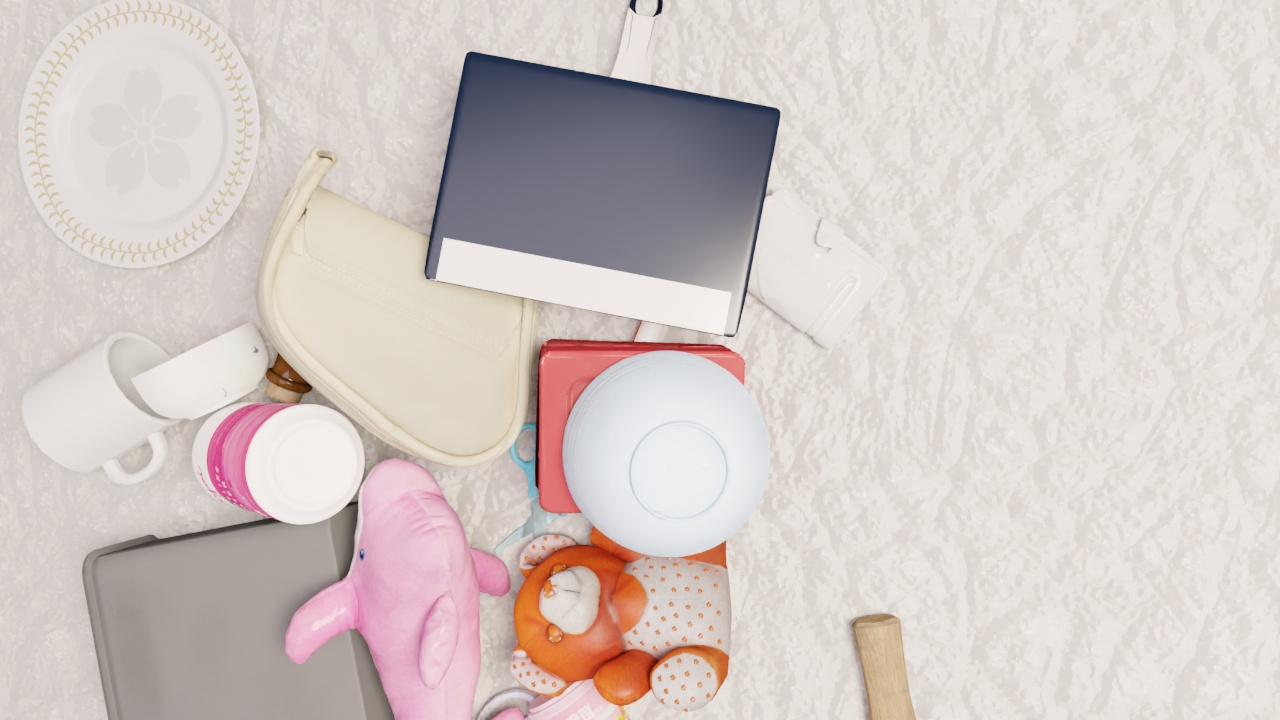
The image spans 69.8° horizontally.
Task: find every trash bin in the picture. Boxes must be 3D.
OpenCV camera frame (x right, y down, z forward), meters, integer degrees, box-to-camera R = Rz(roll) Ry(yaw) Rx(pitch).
[{"bbox_3d":[-0.325,0.229,0.769,0.220,0.097,0.192,-12,88,9],"label":"trash bin"}]

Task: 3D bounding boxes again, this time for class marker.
[{"bbox_3d":[-0.004,0.004,0.746,0.019,0.019,0.145,23,94,9],"label":"marker"}]

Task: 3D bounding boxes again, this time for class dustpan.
[{"bbox_3d":[-0.018,-0.171,0.709,0.236,0.080,0.273,11,90,1],"label":"dustpan"}]

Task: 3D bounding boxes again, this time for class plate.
[{"bbox_3d":[-0.450,-0.204,0.826,0.243,0.016,0.242,0,91,10],"label":"plate"}]

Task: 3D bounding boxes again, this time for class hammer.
[{"bbox_3d":[0.201,0.351,0.707,0.132,0.040,0.305,-10,88,7],"label":"hammer"}]

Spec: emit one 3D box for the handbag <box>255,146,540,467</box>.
[{"bbox_3d":[-0.195,-0.031,0.726,0.229,0.132,0.184,28,77,-25],"label":"handbag"}]

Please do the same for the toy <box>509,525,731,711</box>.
[{"bbox_3d":[-0.018,0.189,0.708,0.172,0.093,0.163,-4,58,10],"label":"toy"}]

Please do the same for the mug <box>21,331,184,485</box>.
[{"bbox_3d":[-0.451,0.049,0.791,0.090,0.091,0.121,-29,84,9],"label":"mug"}]

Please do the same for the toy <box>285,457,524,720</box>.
[{"bbox_3d":[-0.159,0.206,0.685,0.186,0.128,0.265,-10,95,-34],"label":"toy"}]

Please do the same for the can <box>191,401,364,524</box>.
[{"bbox_3d":[-0.291,0.077,0.727,0.166,0.088,0.088,-2,90,49],"label":"can"}]

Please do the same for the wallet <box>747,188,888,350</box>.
[{"bbox_3d":[0.127,-0.072,0.716,0.116,0.032,0.086,34,98,8],"label":"wallet"}]

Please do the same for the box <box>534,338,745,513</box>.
[{"bbox_3d":[-0.004,0.046,0.706,0.158,0.087,0.129,1,94,-5],"label":"box"}]

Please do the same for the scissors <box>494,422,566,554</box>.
[{"bbox_3d":[-0.082,0.109,0.766,0.136,0.015,0.126,-36,85,6],"label":"scissors"}]

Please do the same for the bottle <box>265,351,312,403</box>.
[{"bbox_3d":[-0.271,-0.038,0.770,0.068,0.067,0.157,26,95,9],"label":"bottle"}]

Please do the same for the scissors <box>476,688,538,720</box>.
[{"bbox_3d":[-0.143,0.345,0.780,0.174,0.017,0.076,-39,88,12],"label":"scissors"}]

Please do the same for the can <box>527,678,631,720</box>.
[{"bbox_3d":[-0.044,0.292,0.732,0.067,0.067,0.076,-34,85,9],"label":"can"}]

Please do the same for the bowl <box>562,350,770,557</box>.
[{"bbox_3d":[0.023,0.070,0.629,0.150,0.075,0.150,-1,95,-6],"label":"bowl"}]

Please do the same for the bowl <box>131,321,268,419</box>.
[{"bbox_3d":[-0.362,0.013,0.771,0.105,0.104,0.054,-25,102,9],"label":"bowl"}]
